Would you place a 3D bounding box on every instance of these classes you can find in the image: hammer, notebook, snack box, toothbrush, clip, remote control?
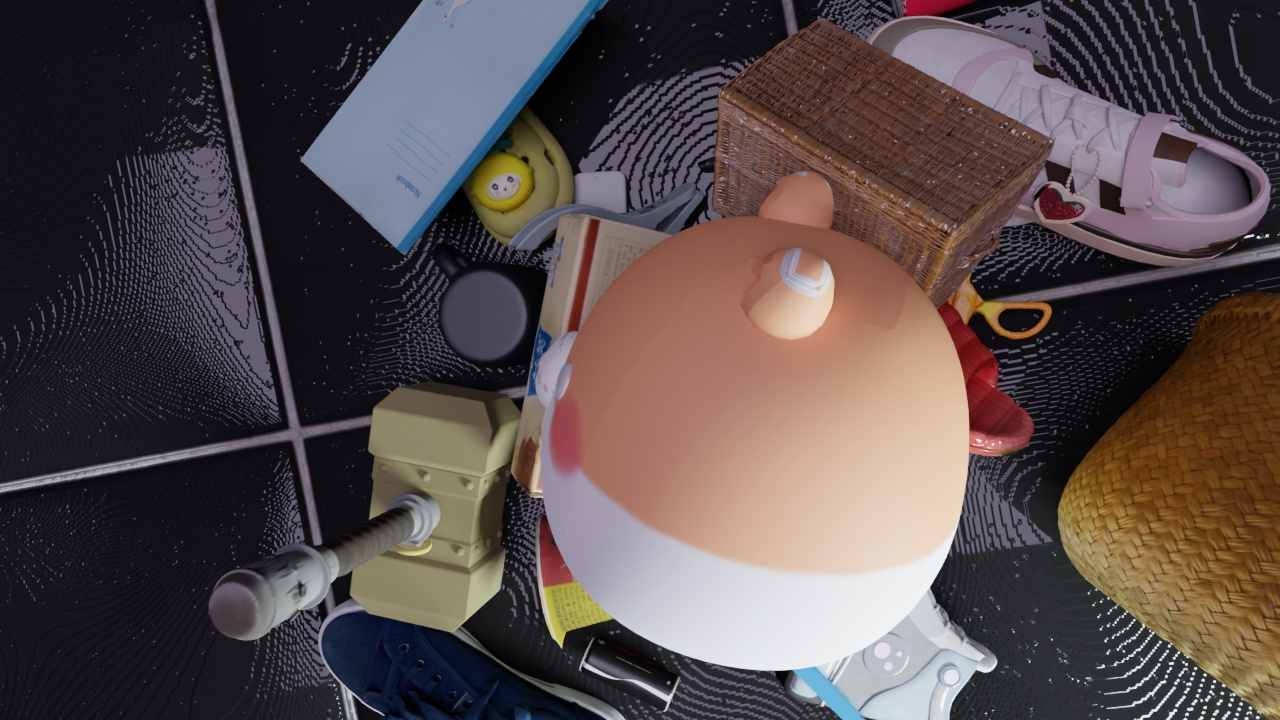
[{"bbox_3d":[-0.190,0.125,0.652,0.101,0.324,0.190,9,95,10],"label":"hammer"},{"bbox_3d":[-0.154,-0.223,0.728,0.181,0.009,0.253,39,91,35],"label":"notebook"},{"bbox_3d":[-0.004,0.004,0.709,0.153,0.055,0.207,9,96,-27],"label":"snack box"},{"bbox_3d":[0.142,0.251,0.671,0.016,0.014,0.166,-25,123,26],"label":"toothbrush"},{"bbox_3d":[-0.014,-0.058,0.740,0.168,0.031,0.164,-17,111,-19],"label":"clip"},{"bbox_3d":[-0.032,-0.085,0.771,0.045,0.008,0.146,-1,93,11],"label":"remote control"}]

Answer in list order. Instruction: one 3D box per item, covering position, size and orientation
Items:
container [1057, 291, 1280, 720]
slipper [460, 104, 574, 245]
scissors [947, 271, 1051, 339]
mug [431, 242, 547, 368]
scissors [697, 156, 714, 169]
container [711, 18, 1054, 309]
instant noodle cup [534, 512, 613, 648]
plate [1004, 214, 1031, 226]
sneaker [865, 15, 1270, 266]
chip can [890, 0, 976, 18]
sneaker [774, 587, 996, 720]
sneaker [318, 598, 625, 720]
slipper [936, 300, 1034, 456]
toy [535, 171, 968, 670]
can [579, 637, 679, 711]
[{"bbox_3d":[0.417,0.124,0.552,0.307,0.306,0.196,38,95,6],"label":"container"},{"bbox_3d":[-0.128,-0.183,0.749,0.092,0.081,0.190,-34,84,8],"label":"slipper"},{"bbox_3d":[0.255,-0.052,0.718,0.125,0.011,0.131,2,92,10],"label":"scissors"},{"bbox_3d":[-0.124,-0.050,0.747,0.085,0.094,0.121,-43,85,9],"label":"mug"},{"bbox_3d":[0.114,-0.146,0.735,0.151,0.019,0.119,19,96,7],"label":"scissors"},{"bbox_3d":[0.152,-0.125,0.626,0.198,0.113,0.113,39,63,22],"label":"container"},{"bbox_3d":[-0.022,0.165,0.746,0.112,0.100,0.100,-10,91,3],"label":"instant noodle cup"},{"bbox_3d":[0.281,-0.155,0.695,0.104,0.026,0.104,0,89,8],"label":"plate"},{"bbox_3d":[0.280,-0.155,0.621,0.294,0.116,0.112,32,92,8],"label":"sneaker"},{"bbox_3d":[0.292,-0.315,0.667,0.221,0.069,0.069,-17,90,11],"label":"chip can"},{"bbox_3d":[0.214,0.161,0.707,0.160,0.093,0.257,21,96,0],"label":"sneaker"},{"bbox_3d":[-0.152,0.288,0.759,0.295,0.127,0.121,23,98,11],"label":"sneaker"},{"bbox_3d":[0.191,-0.027,0.677,0.249,0.103,0.059,42,130,13],"label":"slipper"},{"bbox_3d":[0.066,0.037,0.560,0.266,0.262,0.281,13,121,4],"label":"toy"},{"bbox_3d":[-0.010,0.265,0.776,0.080,0.031,0.031,22,97,9],"label":"can"}]
